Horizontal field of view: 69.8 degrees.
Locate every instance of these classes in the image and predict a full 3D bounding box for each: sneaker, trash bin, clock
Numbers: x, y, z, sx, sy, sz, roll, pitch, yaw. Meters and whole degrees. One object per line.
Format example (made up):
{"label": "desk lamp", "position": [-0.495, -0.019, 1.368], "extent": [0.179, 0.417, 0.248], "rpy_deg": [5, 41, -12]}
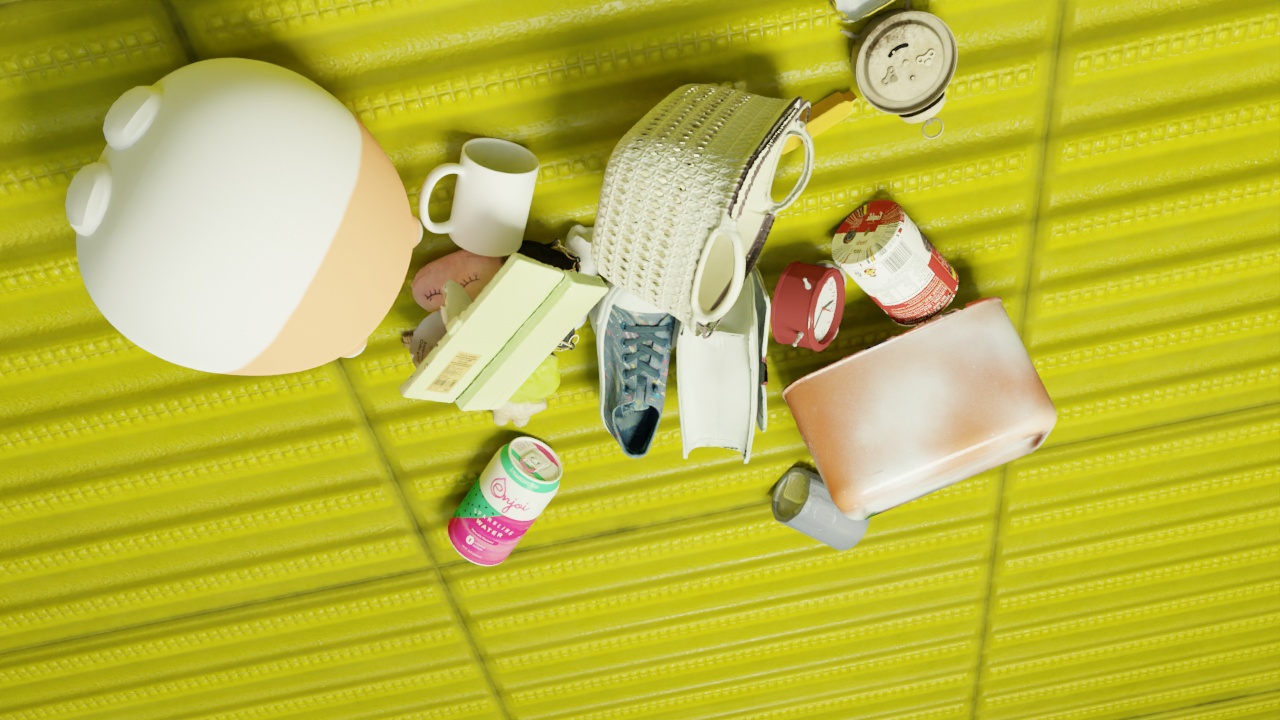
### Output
{"label": "sneaker", "position": [-0.006, 0.006, 0.973], "extent": [0.087, 0.079, 0.236], "rpy_deg": [1, 128, -9]}
{"label": "trash bin", "position": [0.313, 0.066, 1.039], "extent": [0.260, 0.157, 0.181], "rpy_deg": [-23, 160, 10]}
{"label": "clock", "position": [0.254, -0.272, 0.875], "extent": [0.093, 0.054, 0.141], "rpy_deg": [-29, 119, 15]}
{"label": "clock", "position": [0.187, -0.060, 0.996], "extent": [0.048, 0.137, 0.096], "rpy_deg": [15, 105, 32]}

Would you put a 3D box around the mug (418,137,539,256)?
{"label": "mug", "position": [-0.159, -0.157, 0.885], "extent": [0.110, 0.073, 0.091], "rpy_deg": [-8, 133, -33]}

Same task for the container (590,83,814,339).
{"label": "container", "position": [0.059, -0.146, 0.830], "extent": [0.143, 0.250, 0.185], "rpy_deg": [21, 129, 12]}

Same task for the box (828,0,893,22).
{"label": "box", "position": [0.244, -0.393, 0.788], "extent": [0.210, 0.045, 0.128], "rpy_deg": [-27, 126, 14]}

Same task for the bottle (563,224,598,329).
{"label": "bottle", "position": [-0.071, -0.079, 0.986], "extent": [0.044, 0.044, 0.136], "rpy_deg": [9, 126, -15]}

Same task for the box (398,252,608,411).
{"label": "box", "position": [-0.130, -0.021, 0.883], "extent": [0.187, 0.030, 0.138], "rpy_deg": [-45, 154, 20]}

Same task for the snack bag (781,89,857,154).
{"label": "snack bag", "position": [0.168, -0.235, 0.909], "extent": [0.099, 0.026, 0.020], "rpy_deg": [-30, 132, 13]}

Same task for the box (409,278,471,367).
{"label": "box", "position": [-0.191, -0.019, 0.945], "extent": [0.095, 0.084, 0.165], "rpy_deg": [-12, 155, 22]}

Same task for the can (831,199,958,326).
{"label": "can", "position": [0.274, -0.104, 0.988], "extent": [0.087, 0.086, 0.116], "rpy_deg": [-39, 123, 21]}

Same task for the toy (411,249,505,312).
{"label": "toy", "position": [-0.180, -0.073, 0.974], "extent": [0.108, 0.053, 0.105], "rpy_deg": [-25, 140, 19]}

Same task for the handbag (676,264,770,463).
{"label": "handbag", "position": [0.094, 0.002, 1.012], "extent": [0.096, 0.141, 0.199], "rpy_deg": [3, 130, 10]}

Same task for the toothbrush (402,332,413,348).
{"label": "toothbrush", "position": [-0.183, -0.032, 1.026], "extent": [0.167, 0.016, 0.016], "rpy_deg": [-7, 129, -2]}

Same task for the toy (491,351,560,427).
{"label": "toy", "position": [-0.142, 0.033, 1.066], "extent": [0.092, 0.043, 0.118], "rpy_deg": [5, 130, -14]}

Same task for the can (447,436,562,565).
{"label": "can", "position": [-0.170, 0.177, 1.145], "extent": [0.088, 0.088, 0.166], "rpy_deg": [23, 121, -24]}

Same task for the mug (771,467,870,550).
{"label": "mug", "position": [0.248, 0.179, 1.219], "extent": [0.104, 0.084, 0.124], "rpy_deg": [26, 96, -23]}

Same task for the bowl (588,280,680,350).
{"label": "bowl", "position": [0.002, -0.041, 1.022], "extent": [0.114, 0.050, 0.115], "rpy_deg": [-4, 128, -5]}

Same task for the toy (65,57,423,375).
{"label": "toy", "position": [-0.330, -0.114, 0.797], "extent": [0.280, 0.266, 0.262], "rpy_deg": [29, 88, -47]}

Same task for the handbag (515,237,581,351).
{"label": "handbag", "position": [-0.097, -0.067, 0.955], "extent": [0.079, 0.054, 0.129], "rpy_deg": [17, 117, 20]}
